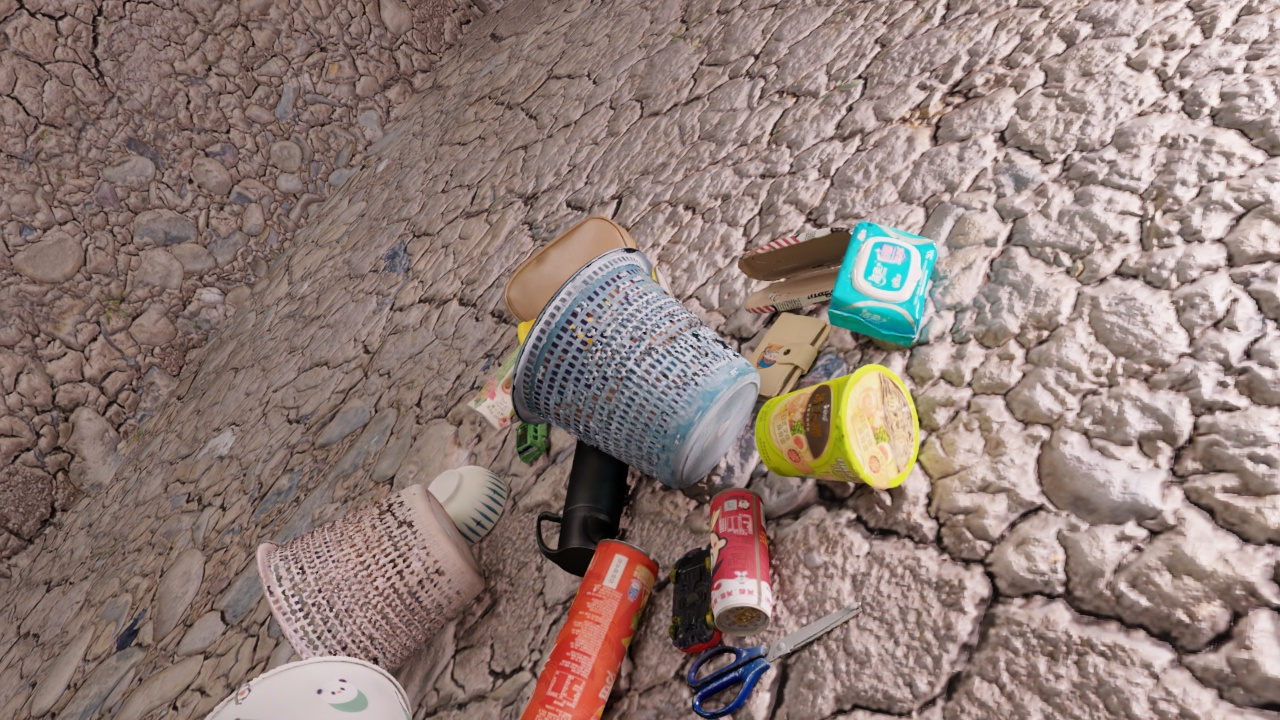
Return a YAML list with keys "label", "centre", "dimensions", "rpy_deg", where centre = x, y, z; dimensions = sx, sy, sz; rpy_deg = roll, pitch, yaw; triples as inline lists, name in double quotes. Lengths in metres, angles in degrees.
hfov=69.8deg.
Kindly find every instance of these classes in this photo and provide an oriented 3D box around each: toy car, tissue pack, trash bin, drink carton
- label: "toy car"
  centre: [0.054, 0.224, 0.865]
  dimensions: [0.049, 0.031, 0.106]
  rpy_deg: [-26, 36, 23]
- label: "tissue pack"
  centre: [0.253, -0.079, 0.958]
  dimensions: [0.093, 0.050, 0.133]
  rpy_deg: [17, 57, 11]
- label: "trash bin"
  centre: [-0.299, 0.255, 1.069]
  dimensions: [0.192, 0.227, 0.227]
  rpy_deg: [-33, 30, -9]
- label: "trash bin"
  centre: [0.008, 0.025, 0.972]
  dimensions: [0.195, 0.227, 0.226]
  rpy_deg: [35, 77, 22]
- label: "drink carton"
  centre: [-0.191, 0.038, 1.338]
  dimensions: [0.122, 0.053, 0.045]
  rpy_deg: [-51, 32, -15]
- label: "toy car"
  centre: [-0.146, 0.098, 1.235]
  dimensions: [0.043, 0.036, 0.091]
  rpy_deg: [-32, 29, 19]
- label: "trash bin"
  centre: [-0.269, 0.429, 0.807]
  dimensions: [0.229, 0.229, 0.252]
  rpy_deg: [-49, 37, -10]

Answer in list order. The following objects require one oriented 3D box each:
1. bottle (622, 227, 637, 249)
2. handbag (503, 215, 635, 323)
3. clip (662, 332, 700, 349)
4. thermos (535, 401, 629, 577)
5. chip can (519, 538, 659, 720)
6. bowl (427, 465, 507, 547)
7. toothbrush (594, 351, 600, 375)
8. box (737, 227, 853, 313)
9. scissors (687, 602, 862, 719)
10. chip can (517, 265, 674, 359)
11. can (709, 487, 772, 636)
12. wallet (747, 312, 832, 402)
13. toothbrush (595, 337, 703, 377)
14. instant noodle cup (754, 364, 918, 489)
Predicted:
- label: "bottle"
  centre: [-0.086, -0.138, 1.431]
  dimensions: [0.175, 0.057, 0.057]
  rpy_deg: [-33, 33, 15]
- label: "handbag"
  centre: [-0.090, -0.110, 1.345]
  dimensions: [0.205, 0.099, 0.147]
  rpy_deg: [-34, 77, 11]
- label: "clip"
  centre: [0.054, -0.025, 1.184]
  dimensions: [0.056, 0.014, 0.039]
  rpy_deg: [-9, 45, 44]
- label: "thermos"
  centre: [-0.058, 0.127, 1.055]
  dimensions: [0.241, 0.090, 0.069]
  rpy_deg: [-79, 5, -45]
- label: "chip can"
  centre: [-0.051, 0.279, 0.876]
  dimensions: [0.073, 0.073, 0.216]
  rpy_deg: [-9, 45, 42]
- label: "bowl"
  centre: [-0.239, 0.184, 1.202]
  dimensions: [0.117, 0.066, 0.116]
  rpy_deg: [-28, 35, 22]
- label: "toothbrush"
  centre: [-0.060, 0.032, 1.228]
  dimensions: [0.027, 0.026, 0.224]
  rpy_deg: [-28, 34, 22]
- label: "box"
  centre: [0.190, -0.095, 1.073]
  dimensions: [0.163, 0.076, 0.087]
  rpy_deg: [-12, 60, 36]
- label: "scissors"
  centre: [0.116, 0.257, 0.779]
  dimensions: [0.175, 0.012, 0.107]
  rpy_deg: [-18, 37, 32]
- label: "chip can"
  centre: [-0.060, -0.058, 1.256]
  dimensions: [0.214, 0.072, 0.072]
  rpy_deg: [-23, 35, 12]
- label: "can"
  centre: [0.092, 0.185, 0.851]
  dimensions: [0.053, 0.053, 0.132]
  rpy_deg: [-26, 35, 24]
- label: "wallet"
  centre: [0.159, -0.004, 1.034]
  dimensions: [0.115, 0.024, 0.087]
  rpy_deg: [-51, 34, -16]
- label: "toothbrush"
  centre: [-0.007, 0.007, 1.179]
  dimensions: [0.188, 0.017, 0.016]
  rpy_deg: [-19, 38, 17]
- label: "instant noodle cup"
  centre: [0.176, 0.068, 0.861]
  dimensions: [0.124, 0.111, 0.111]
  rpy_deg: [-14, 41, 50]
